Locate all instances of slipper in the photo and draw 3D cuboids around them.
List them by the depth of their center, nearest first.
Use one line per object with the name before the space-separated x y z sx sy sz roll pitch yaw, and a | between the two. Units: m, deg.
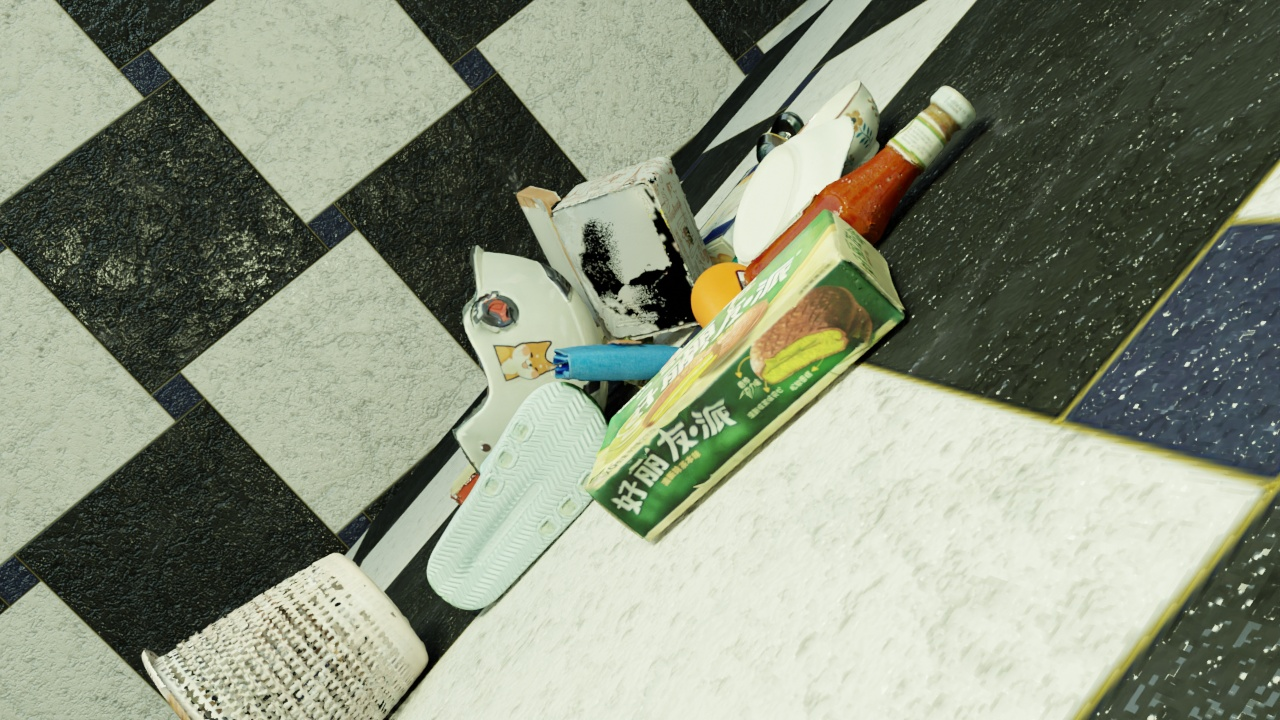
slipper | -0.114 0.131 0.878 0.245 0.104 0.074 -54 8 9

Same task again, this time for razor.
razor | 0.151 -0.187 0.969 0.062 0.067 0.167 114 170 -58

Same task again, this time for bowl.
bowl | 0.195 -0.214 0.909 0.113 0.062 0.113 -47 12 13

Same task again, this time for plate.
plate | 0.124 -0.136 0.827 0.164 0.034 0.164 178 108 -71

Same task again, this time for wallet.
wallet | -0.009 0.001 0.842 0.106 0.133 0.040 -168 79 -77

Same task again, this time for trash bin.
trash bin | -0.325 0.303 0.889 0.191 0.227 0.228 -41 5 -27

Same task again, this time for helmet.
helmet | -0.114 0.009 1.023 0.230 0.157 0.273 102 168 -75

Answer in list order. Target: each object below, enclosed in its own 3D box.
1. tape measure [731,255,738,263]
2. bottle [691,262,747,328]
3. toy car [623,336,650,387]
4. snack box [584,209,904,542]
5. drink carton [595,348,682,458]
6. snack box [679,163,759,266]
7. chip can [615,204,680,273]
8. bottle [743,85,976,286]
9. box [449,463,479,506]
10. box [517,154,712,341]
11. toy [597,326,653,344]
tape measure | 0.118 -0.112 0.971 0.055 0.025 0.058 -38 14 43
bottle | 0.081 -0.033 0.757 0.067 0.066 0.149 -47 18 15
toy car | -0.006 0.005 0.937 0.042 0.035 0.090 -52 -25 6
snack box | 0.067 0.011 0.633 0.241 0.063 0.114 -45 10 23
drink carton | 0.015 0.048 0.770 0.122 0.045 0.053 -50 11 -2
snack box | 0.129 -0.180 1.109 0.182 0.046 0.178 -52 10 -14
chip can | 0.024 -0.153 1.213 0.073 0.073 0.216 -48 -9 7
bottle | 0.166 -0.119 0.696 0.206 0.060 0.059 -47 11 14
box | -0.181 0.125 1.217 0.168 0.079 0.091 -50 11 -4
box | -0.043 -0.120 1.058 0.274 0.179 0.125 2 35 47
toy | -0.036 -0.013 1.147 0.105 0.066 0.157 -33 16 -7
